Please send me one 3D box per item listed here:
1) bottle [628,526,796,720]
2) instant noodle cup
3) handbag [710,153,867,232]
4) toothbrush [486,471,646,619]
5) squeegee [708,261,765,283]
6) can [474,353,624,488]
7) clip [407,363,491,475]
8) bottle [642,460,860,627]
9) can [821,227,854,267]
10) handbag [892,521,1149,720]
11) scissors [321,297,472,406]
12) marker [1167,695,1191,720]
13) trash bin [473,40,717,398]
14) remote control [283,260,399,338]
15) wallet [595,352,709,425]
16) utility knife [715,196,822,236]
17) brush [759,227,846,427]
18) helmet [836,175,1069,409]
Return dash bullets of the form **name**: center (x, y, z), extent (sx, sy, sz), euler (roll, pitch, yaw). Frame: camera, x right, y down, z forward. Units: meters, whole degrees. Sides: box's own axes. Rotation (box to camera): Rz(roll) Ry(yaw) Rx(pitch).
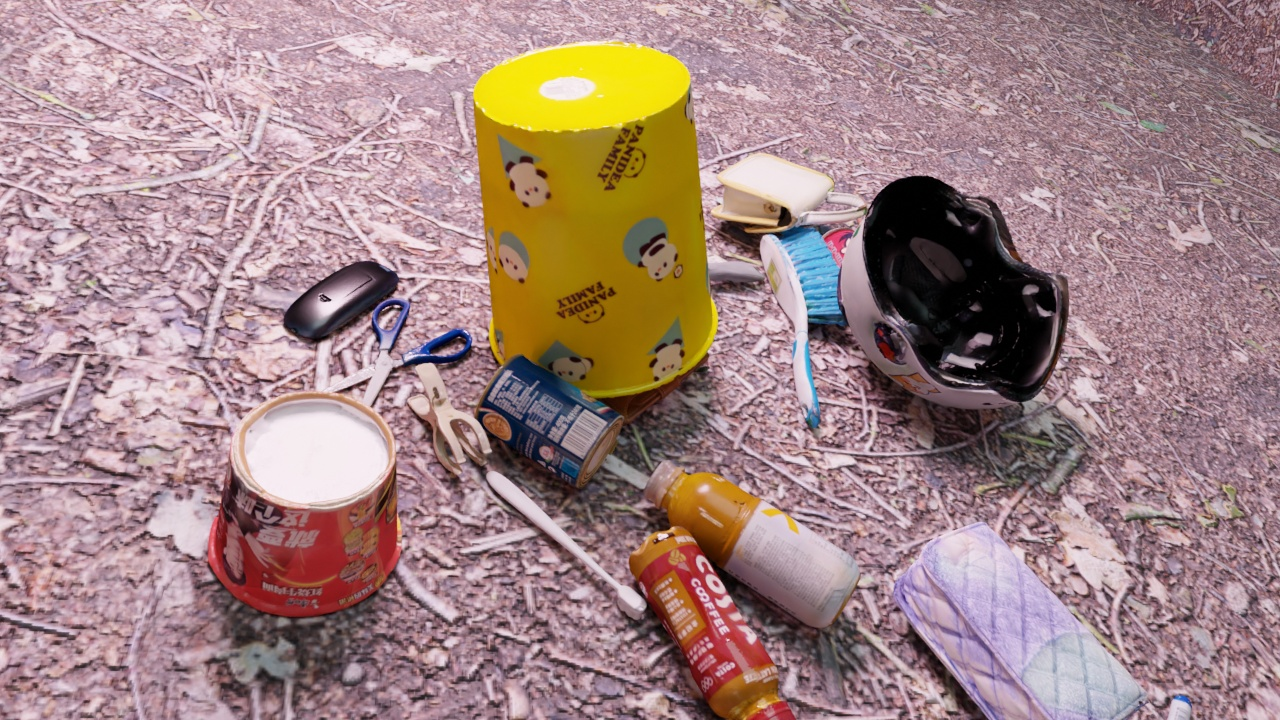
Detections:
- **bottle**: center (0.055, 0.210, 0.696), extent (0.057, 0.058, 0.175), euler (-10, 49, -32)
- **instant noodle cup**: center (-0.237, 0.097, 0.658), extent (0.138, 0.109, 0.137), euler (12, 41, -11)
- **handbag**: center (0.197, -0.203, 1.186), extent (0.179, 0.063, 0.162), euler (21, 33, 21)
- **toothbrush**: center (-0.064, 0.148, 0.751), extent (0.180, 0.016, 0.016), euler (37, 40, 22)
- **squeegee**: center (0.050, -0.099, 1.061), extent (0.249, 0.040, 0.247), euler (-7, 47, -31)
- **can**: center (-0.078, 0.054, 0.802), extent (0.111, 0.075, 0.075), euler (31, 40, 11)
- **clip**: center (-0.169, 0.053, 0.793), extent (0.034, 0.071, 0.100), euler (-21, 62, -38)
- **bottle**: center (0.090, 0.149, 0.772), extent (0.189, 0.068, 0.067), euler (32, 41, 13)
- **can**: center (0.262, -0.116, 1.148), extent (0.066, 0.067, 0.093), euler (4, 42, -19)
- **handbag**: center (0.311, 0.233, 0.770), extent (0.134, 0.076, 0.194), euler (-9, 49, -37)
- **scissors**: center (-0.226, -0.003, 0.853), extent (0.164, 0.012, 0.162), euler (0, 45, -22)
- **marker**: center (0.437, 0.330, 0.759), extent (0.017, 0.017, 0.145), euler (36, 42, 18)
- **trash bin**: center (-0.042, -0.133, 0.842), extent (0.229, 0.256, 0.229), euler (-2, 40, 2)
- **remote control**: center (-0.286, -0.065, 0.887), extent (0.053, 0.024, 0.136), euler (30, 40, 9)
- **wallet**: center (-0.005, 0.005, 0.913), extent (0.119, 0.035, 0.130), euler (36, 52, 23)
- **utility knife**: center (0.208, -0.170, 1.225), extent (0.238, 0.018, 0.034), euler (25, 34, 6)
- **brush**: center (0.196, -0.045, 1.058), extent (0.109, 0.061, 0.314), euler (0, 46, -16)
- **helmet**: center (0.326, -0.059, 1.025), extent (0.274, 0.157, 0.229), euler (38, 63, -4)
